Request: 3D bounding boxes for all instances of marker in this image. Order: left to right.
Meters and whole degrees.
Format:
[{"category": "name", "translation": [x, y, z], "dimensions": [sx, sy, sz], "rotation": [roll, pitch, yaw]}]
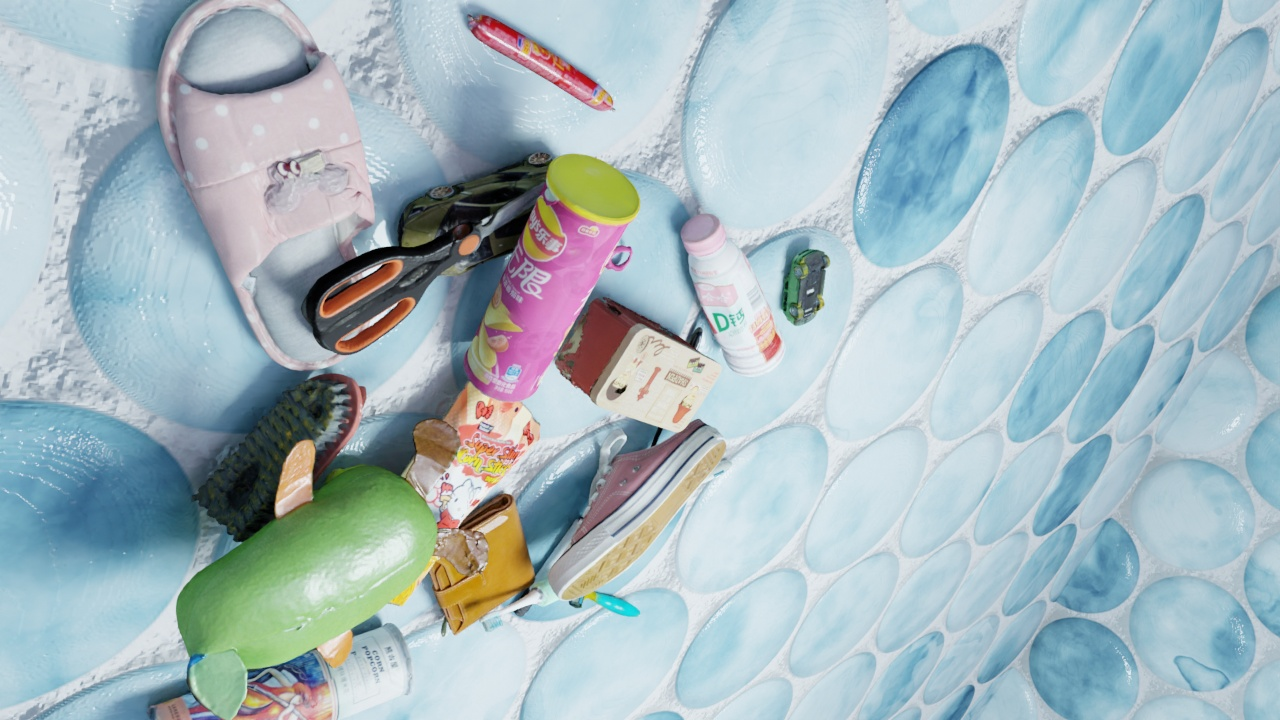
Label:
[{"category": "marker", "translation": [-0.097, 0.226, 1.008], "dimensions": [0.131, 0.018, 0.022], "rotation": [-54, 161, 4]}]

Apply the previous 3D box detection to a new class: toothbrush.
[{"category": "toothbrush", "translation": [-0.088, 0.244, 0.992], "dimensions": [0.224, 0.027, 0.027], "rotation": [-11, 153, -50]}, {"category": "toothbrush", "translation": [0.030, 0.044, 0.990], "dimensions": [0.018, 0.015, 0.181], "rotation": [7, 115, -36]}, {"category": "toothbrush", "translation": [0.034, 0.158, 1.080], "dimensions": [0.191, 0.016, 0.018], "rotation": [-21, 142, -30]}]

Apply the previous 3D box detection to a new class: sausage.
[{"category": "sausage", "translation": [-0.070, -0.222, 0.692], "dimensions": [0.155, 0.020, 0.020], "rotation": [17, 107, -48]}]

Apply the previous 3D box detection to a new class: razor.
[{"category": "razor", "translation": [-0.041, 0.287, 1.097], "dimensions": [0.132, 0.028, 0.043], "rotation": [38, 60, -48]}]

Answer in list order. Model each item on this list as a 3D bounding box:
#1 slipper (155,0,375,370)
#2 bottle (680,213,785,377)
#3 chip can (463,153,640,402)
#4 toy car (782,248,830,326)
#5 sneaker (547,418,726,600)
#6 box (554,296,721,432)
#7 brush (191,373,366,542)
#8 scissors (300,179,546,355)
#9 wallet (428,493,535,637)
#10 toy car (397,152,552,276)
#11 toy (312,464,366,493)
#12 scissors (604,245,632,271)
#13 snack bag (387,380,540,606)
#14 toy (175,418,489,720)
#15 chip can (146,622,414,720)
[{"category": "slipper", "translation": [-0.233, -0.100, 0.606], "dimensions": [0.114, 0.054, 0.275], "rotation": [-24, 135, -28]}, {"category": "bottle", "translation": [0.090, -0.065, 0.926], "dimensions": [0.068, 0.068, 0.197], "rotation": [-42, 136, -10]}, {"category": "chip can", "translation": [-0.075, -0.057, 0.719], "dimensions": [0.071, 0.071, 0.211], "rotation": [-9, 146, -38]}, {"category": "toy car", "translation": [0.181, -0.082, 1.016], "dimensions": [0.043, 0.036, 0.091], "rotation": [-21, 133, -30]}, {"category": "sneaker", "translation": [-0.017, 0.145, 0.966], "dimensions": [0.240, 0.088, 0.118], "rotation": [-45, 154, -13]}, {"category": "box", "translation": [-0.005, 0.005, 0.889], "dimensions": [0.091, 0.079, 0.168], "rotation": [-57, 146, 6]}, {"category": "brush", "translation": [-0.268, 0.070, 0.705], "dimensions": [0.146, 0.063, 0.069], "rotation": [-50, 170, -2]}, {"category": "scissors", "translation": [-0.143, -0.076, 0.682], "dimensions": [0.234, 0.021, 0.137], "rotation": [-27, 154, -38]}, {"category": "wallet", "translation": [-0.167, 0.209, 0.923], "dimensions": [0.118, 0.035, 0.131], "rotation": [-34, 138, -28]}, {"category": "toy car", "translation": [-0.113, -0.111, 0.721], "dimensions": [0.157, 0.042, 0.070], "rotation": [-25, 133, -24]}, {"category": "toy", "translation": [-0.265, 0.128, 0.765], "dimensions": [0.099, 0.031, 0.097], "rotation": [-30, 150, -35]}, {"category": "scissors", "translation": [-0.041, -0.091, 0.797], "dimensions": [0.125, 0.017, 0.134], "rotation": [-25, 153, -37]}, {"category": "snack bag", "translation": [-0.175, 0.114, 0.816], "dimensions": [0.207, 0.073, 0.128], "rotation": [-51, 149, -9]}, {"category": "toy", "translation": [-0.231, 0.150, 0.692], "dimensions": [0.246, 0.090, 0.227], "rotation": [-27, 128, -36]}, {"category": "chip can", "translation": [-0.317, 0.304, 0.823], "dimensions": [0.214, 0.071, 0.071], "rotation": [-11, 126, -36]}]
